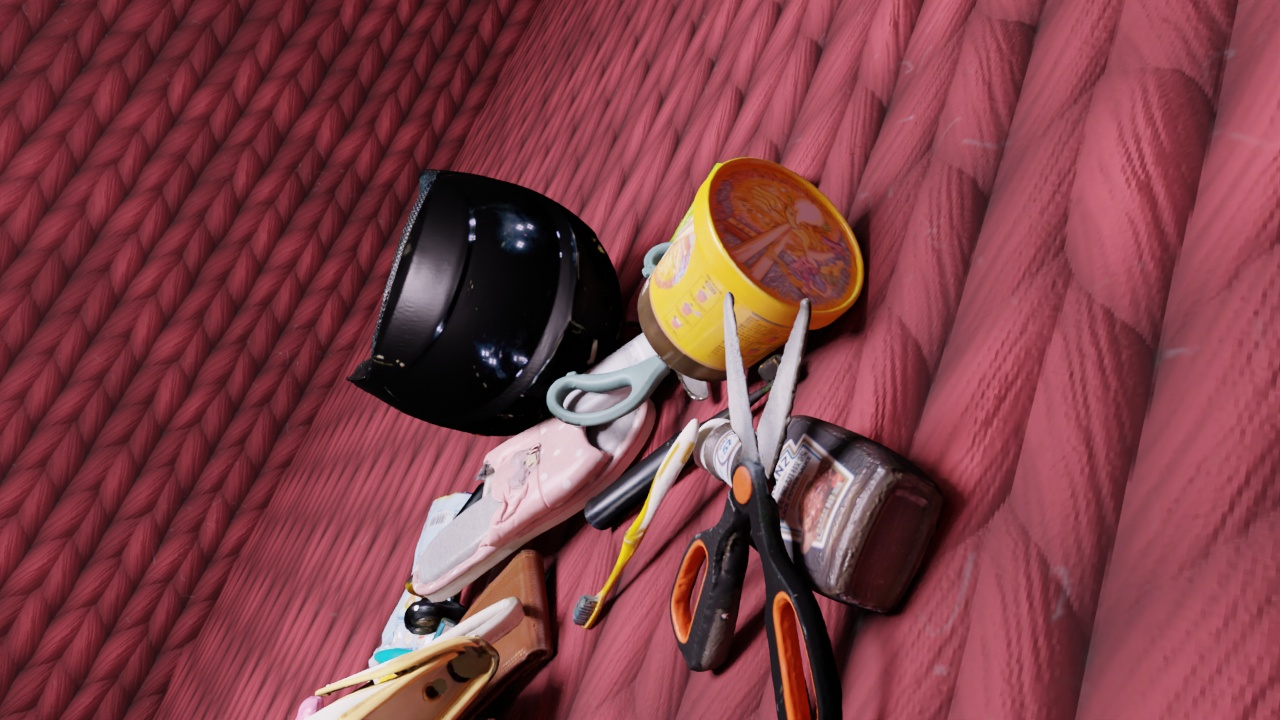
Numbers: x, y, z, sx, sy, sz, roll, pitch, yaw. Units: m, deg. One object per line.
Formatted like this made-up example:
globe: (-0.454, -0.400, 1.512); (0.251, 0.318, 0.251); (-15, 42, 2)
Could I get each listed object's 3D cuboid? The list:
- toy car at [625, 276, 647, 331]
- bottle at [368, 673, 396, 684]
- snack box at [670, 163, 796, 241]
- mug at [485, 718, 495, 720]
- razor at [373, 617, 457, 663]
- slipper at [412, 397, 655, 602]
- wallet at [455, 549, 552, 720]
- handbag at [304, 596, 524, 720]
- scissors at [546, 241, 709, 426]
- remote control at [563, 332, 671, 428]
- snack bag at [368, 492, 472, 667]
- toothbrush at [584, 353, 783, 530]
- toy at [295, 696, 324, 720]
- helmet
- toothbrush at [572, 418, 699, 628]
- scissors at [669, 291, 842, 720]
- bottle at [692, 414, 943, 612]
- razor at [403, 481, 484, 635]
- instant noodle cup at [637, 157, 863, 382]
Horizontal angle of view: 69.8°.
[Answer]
toy car: (0.019, -0.060, 0.808); (0.123, 0.037, 0.056); (-15, 47, 62)
bottle: (-0.219, 0.305, 0.810); (0.109, 0.063, 0.063); (-27, 38, 53)
snack box: (0.080, -0.120, 0.766); (0.086, 0.026, 0.156); (-58, 22, 4)
mug: (-0.137, 0.298, 0.642); (0.106, 0.081, 0.114); (-38, 1, 39)
razor: (-0.207, 0.265, 0.831); (0.133, 0.028, 0.043); (-27, 33, 44)
slipper: (-0.101, 0.107, 0.772); (0.275, 0.054, 0.114); (-38, 26, 18)
wallet: (-0.112, 0.225, 0.733); (0.125, 0.032, 0.101); (-49, 27, 25)
handbag: (-0.165, 0.229, 0.656); (0.164, 0.063, 0.178); (-33, 4, 46)
scissors: (-0.002, -0.018, 0.718); (0.170, 0.019, 0.171); (-25, 47, 11)
remote control: (-0.004, 0.004, 0.739); (0.136, 0.020, 0.056); (-34, 26, 3)
snack bag: (-0.214, 0.228, 0.929); (0.111, 0.039, 0.190); (-14, 48, 37)
toothbrush: (0.031, 0.060, 0.639); (0.213, 0.027, 0.026); (-43, -4, 35)
toy: (-0.349, 0.451, 0.895); (0.195, 0.074, 0.178); (-58, 32, 12)
helmet: (-0.126, -0.042, 0.846); (0.233, 0.230, 0.274); (-71, -20, -4)
toothbrush: (-0.006, 0.112, 0.609); (0.016, 0.018, 0.192); (-107, 37, -55)
scissors: (0.059, 0.084, 0.453); (0.221, 0.021, 0.227); (113, 148, -42)
bottle: (0.081, 0.068, 0.500); (0.080, 0.044, 0.195); (-67, 21, 0)
razor: (-0.170, 0.186, 0.879); (0.167, 0.067, 0.062); (-64, 0, -37)
instant noodle cup: (0.065, -0.051, 0.602); (0.115, 0.118, 0.118); (-47, 24, 48)
